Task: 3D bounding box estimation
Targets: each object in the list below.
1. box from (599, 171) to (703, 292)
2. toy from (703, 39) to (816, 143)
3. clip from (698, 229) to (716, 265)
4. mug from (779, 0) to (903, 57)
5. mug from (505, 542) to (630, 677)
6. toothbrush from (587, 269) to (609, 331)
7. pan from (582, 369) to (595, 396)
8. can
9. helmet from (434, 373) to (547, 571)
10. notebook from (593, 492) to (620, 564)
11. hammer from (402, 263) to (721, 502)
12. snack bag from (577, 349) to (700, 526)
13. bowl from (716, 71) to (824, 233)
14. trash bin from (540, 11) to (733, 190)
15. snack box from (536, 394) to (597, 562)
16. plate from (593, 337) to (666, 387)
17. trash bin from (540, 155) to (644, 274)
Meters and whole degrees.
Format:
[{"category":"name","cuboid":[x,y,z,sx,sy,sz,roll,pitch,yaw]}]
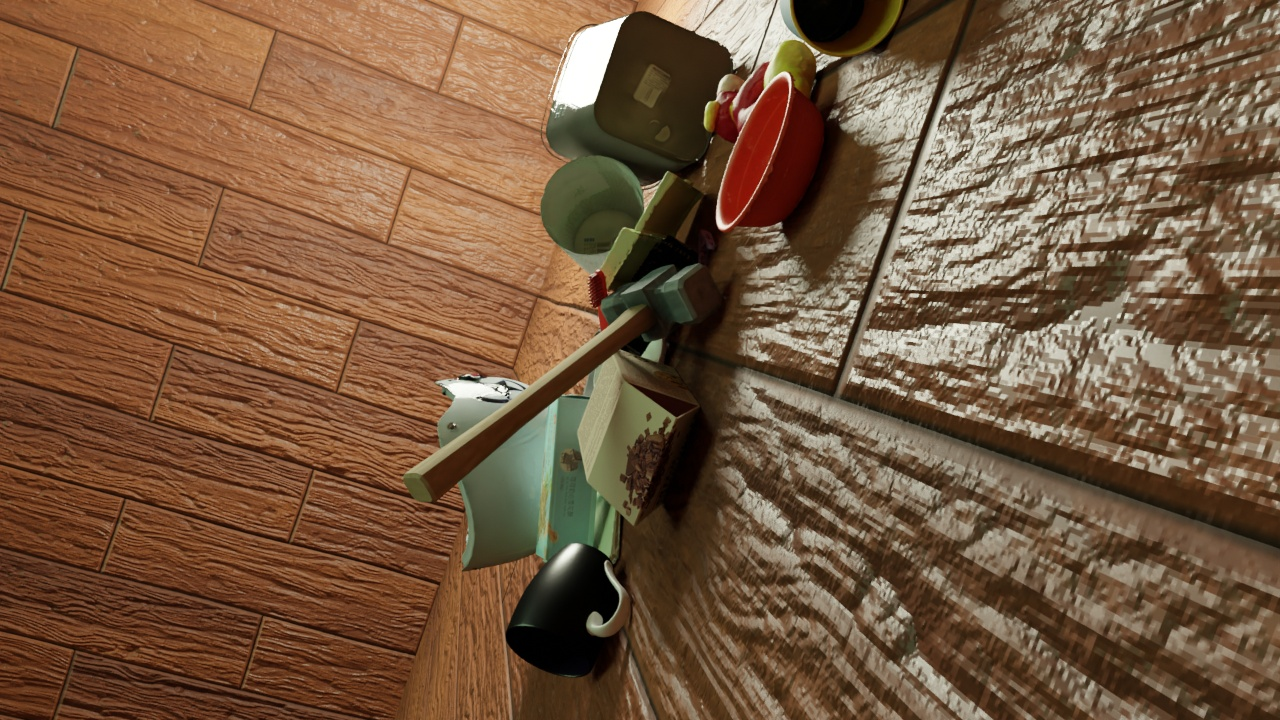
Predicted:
[{"category":"box","cuboid":[0.013,-0.133,0.975,0.137,0.024,0.187,-55,-7,13]},{"category":"toy","cuboid":[0.107,-0.222,0.809,0.137,0.067,0.105,3,77,65]},{"category":"clip","cuboid":[0.068,-0.118,0.926,0.046,0.014,0.050,132,152,-63]},{"category":"mug","cuboid":[0.140,-0.266,0.678,0.121,0.078,0.078,-89,20,-71]},{"category":"mug","cuboid":[-0.053,0.217,0.825,0.119,0.085,0.100,-19,33,38]},{"category":"toothbrush","cuboid":[-0.031,0.010,0.924,0.017,0.012,0.213,-35,-52,-42]},{"category":"pan","cuboid":[-0.018,-0.048,1.185,0.216,0.024,0.354,-148,76,-78]},{"category":"can","cuboid":[0.007,-0.061,0.950,0.137,0.054,0.054,-56,12,1]},{"category":"helmet","cuboid":[-0.159,0.127,1.152,0.264,0.163,0.237,-128,31,-74]},{"category":"notebook","cuboid":[-0.052,0.175,1.028,0.252,0.010,0.182,-86,18,-52]},{"category":"hammer","cuboid":[-0.064,0.014,0.773,0.118,0.051,0.321,-10,23,50]},{"category":"snack bag","cuboid":[-0.002,0.064,0.817,0.206,0.070,0.094,-119,48,-75]},{"category":"bowl","cuboid":[0.106,-0.155,0.717,0.130,0.045,0.130,-162,91,-79]},{"category":"trash bin","cuboid":[-0.001,-0.337,1.189,0.220,0.197,0.197,-149,78,-72]},{"category":"snack box","cuboid":[-0.076,0.125,0.973,0.075,0.053,0.174,156,118,-74]},{"category":"plate","cuboid":[-0.006,0.006,0.986,0.105,0.026,0.104,-31,42,32]},{"category":"trash bin","cuboid":[-0.053,-0.182,1.235,0.161,0.133,0.133,59,-133,-78]}]
